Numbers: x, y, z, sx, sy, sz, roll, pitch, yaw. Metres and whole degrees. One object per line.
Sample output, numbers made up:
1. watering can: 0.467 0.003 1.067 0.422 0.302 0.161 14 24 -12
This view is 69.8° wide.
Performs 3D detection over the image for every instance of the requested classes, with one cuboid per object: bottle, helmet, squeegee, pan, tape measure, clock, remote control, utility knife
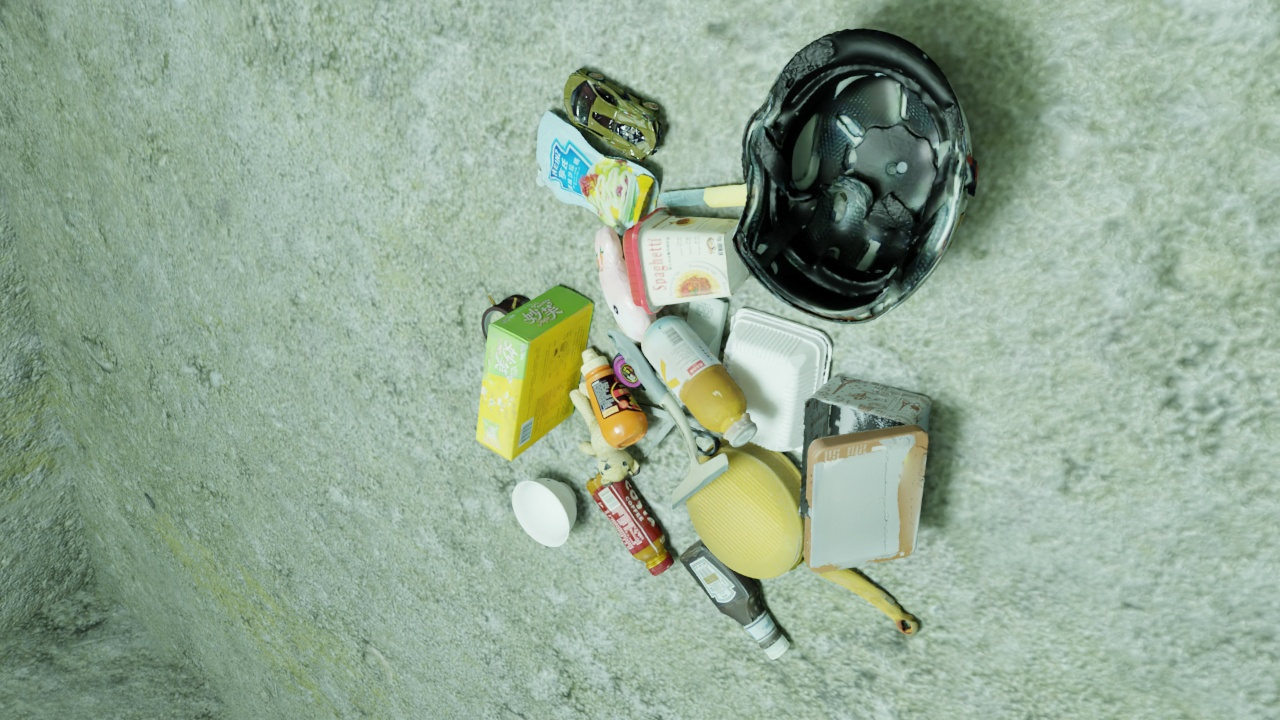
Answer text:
1. bottle: -0.045 0.049 1.298 0.067 0.066 0.149 -44 66 43
2. helmet: 0.225 -0.178 0.909 0.230 0.156 0.274 21 113 31
3. bottle: 0.140 0.342 1.321 0.195 0.043 0.080 51 138 4
4. squeegee: 0.029 0.058 1.203 0.246 0.039 0.247 60 159 11
5. pan: 0.211 0.244 1.215 0.357 0.078 0.198 43 133 21
6. tape measure: -0.007 0.007 1.268 0.057 0.039 0.058 19 128 29
7. clock: -0.192 -0.040 1.376 0.082 0.055 0.122 7 114 35
8. bottle: 0.073 0.025 1.116 0.189 0.067 0.068 52 136 31
9. remote control: 0.078 -0.024 1.181 0.049 0.024 0.125 19 110 28
10. bottle: -0.013 0.242 1.380 0.058 0.057 0.175 -34 89 43
11. utility knife: 0.111 -0.196 1.081 0.217 0.022 0.031 0 111 31

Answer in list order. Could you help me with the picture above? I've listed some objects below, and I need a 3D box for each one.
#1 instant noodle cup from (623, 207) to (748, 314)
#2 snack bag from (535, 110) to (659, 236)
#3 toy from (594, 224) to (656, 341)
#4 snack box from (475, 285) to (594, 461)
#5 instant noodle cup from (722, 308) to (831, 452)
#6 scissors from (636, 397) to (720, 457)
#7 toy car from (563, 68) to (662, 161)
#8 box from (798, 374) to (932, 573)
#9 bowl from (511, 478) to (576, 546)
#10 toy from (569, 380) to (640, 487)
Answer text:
1. instant noodle cup: 0.059 -0.122 1.107 0.124 0.116 0.116 1 113 24
2. snack bag: -0.064 -0.237 1.188 0.191 0.038 0.110 33 140 22
3. toy: -0.024 -0.098 1.194 0.121 0.054 0.159 -168 56 -82
4. snack box: -0.151 0.017 1.304 0.070 0.157 0.210 27 127 21
5. instant noodle cup: 0.156 0.035 1.139 0.138 0.060 0.174 21 125 29
6. scissors: 0.046 0.075 1.256 0.179 0.014 0.159 24 110 45
7. toy car: -0.038 -0.303 1.132 0.158 0.042 0.070 35 129 23
8. box: 0.245 0.141 1.044 0.152 0.173 0.182 16 121 33
9. bowl: -0.141 0.231 1.471 0.118 0.064 0.118 19 123 31
10. toy: -0.056 0.104 1.338 0.105 0.066 0.157 -26 83 20
